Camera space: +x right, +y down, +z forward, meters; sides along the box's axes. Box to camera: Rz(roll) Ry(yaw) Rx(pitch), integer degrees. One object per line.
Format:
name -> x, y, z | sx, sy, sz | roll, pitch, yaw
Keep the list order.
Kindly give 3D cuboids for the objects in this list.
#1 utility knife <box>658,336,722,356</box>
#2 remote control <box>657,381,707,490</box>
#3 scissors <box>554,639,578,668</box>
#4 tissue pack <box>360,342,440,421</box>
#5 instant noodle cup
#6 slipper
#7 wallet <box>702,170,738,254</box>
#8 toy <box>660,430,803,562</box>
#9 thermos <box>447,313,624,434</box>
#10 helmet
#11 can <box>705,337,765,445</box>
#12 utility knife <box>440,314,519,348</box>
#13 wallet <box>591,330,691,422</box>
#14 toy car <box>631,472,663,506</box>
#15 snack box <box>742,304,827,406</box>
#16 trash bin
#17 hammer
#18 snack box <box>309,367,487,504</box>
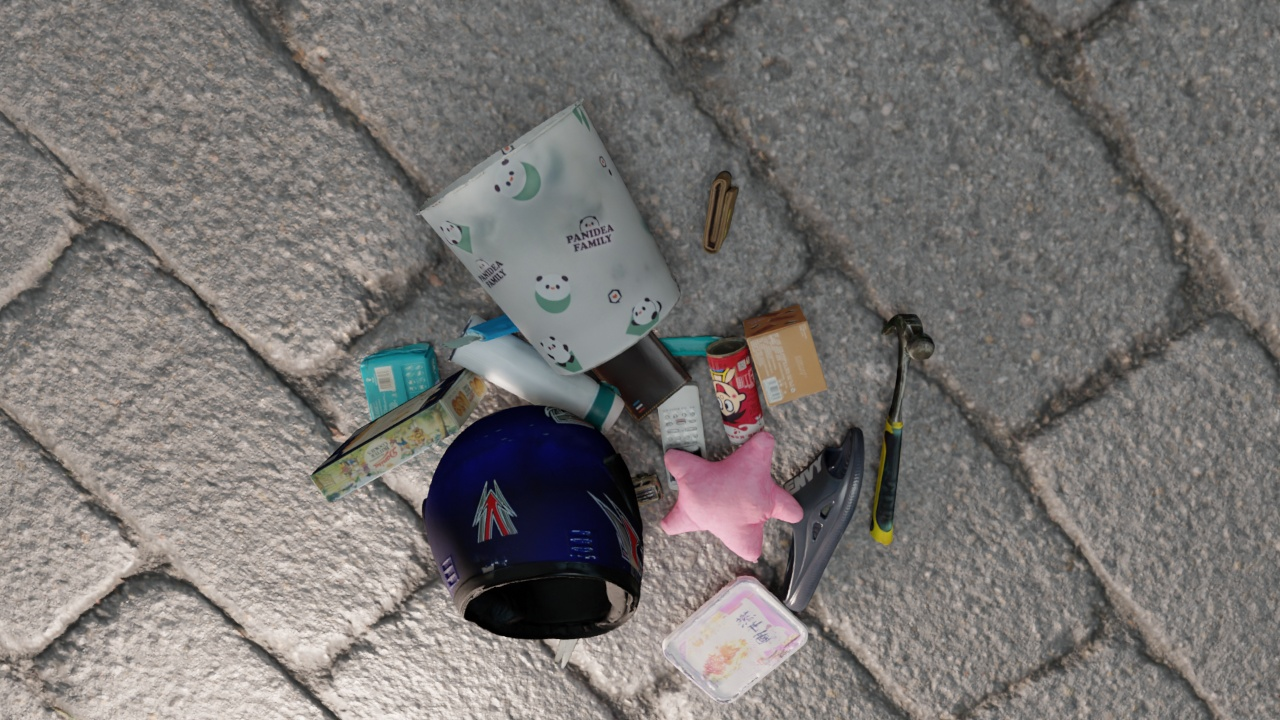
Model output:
utility knife -> 0.008, -0.015, 1.202 | 0.223, 0.013, 0.029 | -2, 106, 5
remote control -> 0.057, 0.103, 1.230 | 0.058, 0.021, 0.150 | -7, 105, 5
scissors -> -0.090, 0.319, 1.254 | 0.143, 0.021, 0.235 | 42, 108, -1
tissue pack -> -0.312, 0.047, 1.220 | 0.093, 0.050, 0.133 | -6, 106, 2
instant noodle cup -> 0.131, 0.381, 1.288 | 0.138, 0.060, 0.174 | 44, 103, -9
slipper -> 0.221, 0.207, 1.208 | 0.083, 0.110, 0.268 | 18, 110, 1
wallet -> 0.094, -0.178, 1.097 | 0.033, 0.115, 0.090 | 11, 106, 6
toy -> 0.111, 0.188, 1.199 | 0.195, 0.074, 0.178 | -16, 99, 24
thermos -> -0.127, 0.021, 1.159 | 0.224, 0.073, 0.073 | 29, 106, -10
helmet -> -0.118, 0.186, 1.103 | 0.247, 0.240, 0.316 | -14, 149, 9
can -> 0.124, 0.040, 1.185 | 0.053, 0.053, 0.133 | -13, 112, 7
utility knife -> -0.173, -0.040, 1.115 | 0.034, 0.193, 0.018 | 27, 117, 22
wallet -> -0.007, 0.007, 1.192 | 0.096, 0.020, 0.122 | -39, 94, 15
toy car -> -0.016, 0.184, 1.252 | 0.090, 0.035, 0.042 | -16, 104, 10
snack box -> 0.180, -0.008, 1.152 | 0.077, 0.094, 0.093 | -18, 104, 8
trash bin -> -0.094, -0.135, 1.075 | 0.230, 0.229, 0.252 | -31, 108, 11
hammer -> 0.326, 0.091, 1.178 | 0.032, 0.126, 0.324 | 0, 116, 1
snack box -> -0.286, 0.084, 1.110 | 0.182, 0.177, 0.046 | -29, 101, 7
